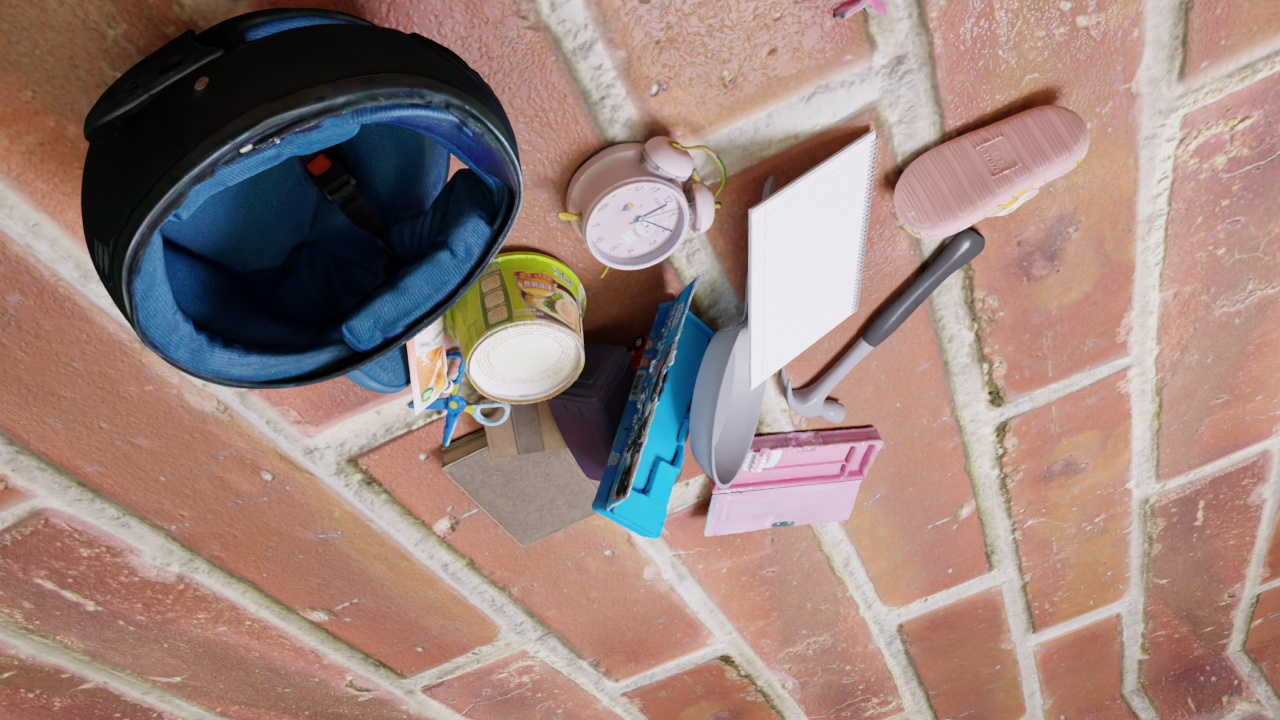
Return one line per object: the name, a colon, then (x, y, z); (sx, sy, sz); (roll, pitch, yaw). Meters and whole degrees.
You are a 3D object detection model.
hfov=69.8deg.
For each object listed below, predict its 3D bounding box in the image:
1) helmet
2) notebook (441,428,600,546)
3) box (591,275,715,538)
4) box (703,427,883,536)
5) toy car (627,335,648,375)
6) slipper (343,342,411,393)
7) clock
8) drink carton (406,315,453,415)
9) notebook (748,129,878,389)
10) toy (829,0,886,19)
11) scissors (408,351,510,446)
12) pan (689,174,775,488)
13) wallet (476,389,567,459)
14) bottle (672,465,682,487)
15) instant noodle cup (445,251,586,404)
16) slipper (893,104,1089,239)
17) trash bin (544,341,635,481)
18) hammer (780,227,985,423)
helmet: (-0.246, -0.140, 0.676); (0.317, 0.235, 0.249); (-33, 135, 14)
notebook: (-0.116, 0.142, 1.153); (0.190, 0.034, 0.215); (-24, 136, 6)
box: (0.011, 0.046, 0.955); (0.071, 0.243, 0.170); (12, 159, 17)
box: (0.205, 0.167, 1.277); (0.232, 0.039, 0.179); (-2, 131, -16)
toy car: (-0.006, 0.006, 1.054); (0.038, 0.025, 0.090); (28, 121, -37)
slipper: (-0.296, -0.033, 0.870); (0.059, 0.103, 0.213); (-24, 141, 27)
clock: (0.007, -0.151, 0.873); (0.158, 0.058, 0.117); (-27, 136, 10)
drink carton: (-0.214, -0.011, 0.922); (0.039, 0.069, 0.122); (9, 117, 18)
notebook: (0.176, -0.099, 0.955); (0.177, 0.013, 0.246); (-35, 142, -24)
toy: (0.191, -0.335, 0.758); (0.065, 0.050, 0.103); (-29, 149, -46)
scissors: (-0.198, 0.049, 1.017); (0.127, 0.015, 0.126); (25, 121, 7)
pan: (0.107, -0.027, 0.996); (0.051, 0.200, 0.357); (11, 117, 20)
wallet: (-0.132, 0.053, 1.039); (0.098, 0.027, 0.121); (-9, 116, -5)
bottle: (0.023, 0.129, 1.158); (0.060, 0.060, 0.108); (-14, 151, -4)
instant noodle cup: (-0.121, -0.028, 0.930); (0.146, 0.097, 0.146); (-9, 136, -9)
slipper: (0.355, -0.186, 0.938); (0.197, 0.093, 0.081); (-29, 156, 10)
trash bin: (-0.038, 0.060, 1.022); (0.092, 0.093, 0.161); (8, 139, 29)
hammer: (0.286, -0.040, 1.099); (0.125, 0.029, 0.312); (18, 126, -33)
